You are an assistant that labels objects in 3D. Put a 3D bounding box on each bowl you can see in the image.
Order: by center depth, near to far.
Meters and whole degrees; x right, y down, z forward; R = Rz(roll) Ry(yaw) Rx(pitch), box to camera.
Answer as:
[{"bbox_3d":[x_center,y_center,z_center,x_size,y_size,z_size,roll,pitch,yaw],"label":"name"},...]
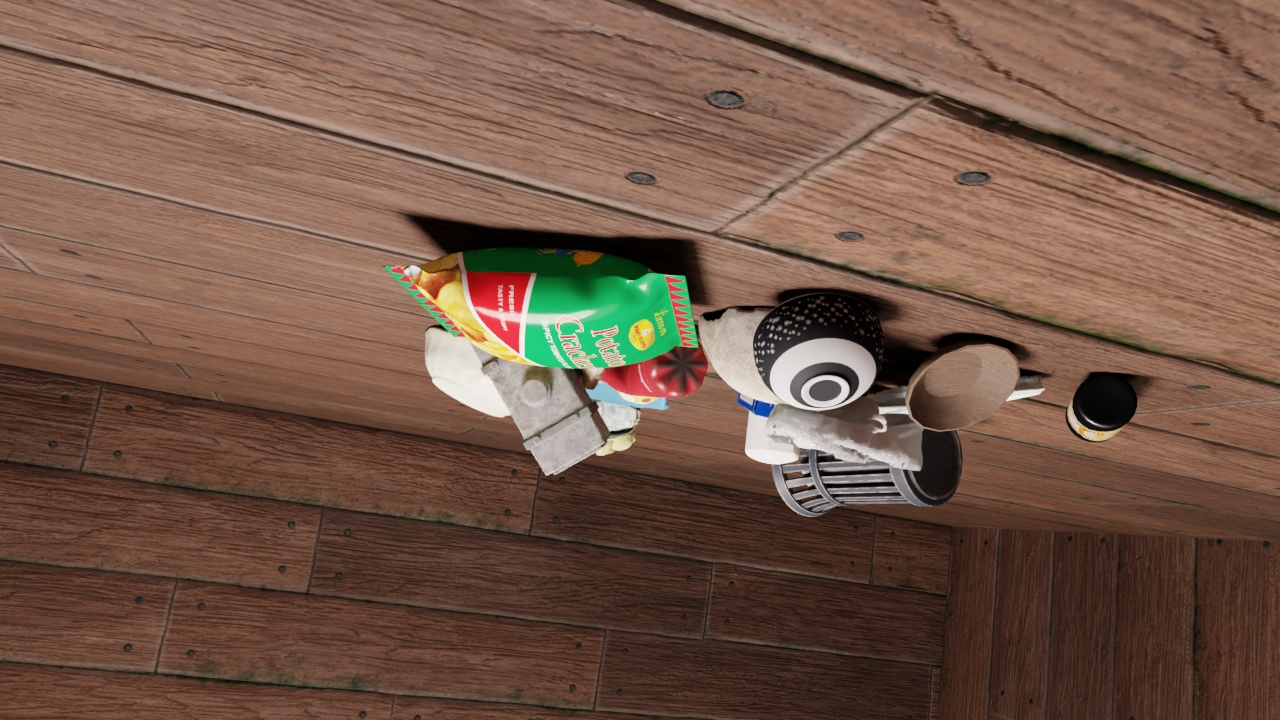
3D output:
[{"bbox_3d":[0.165,0.004,0.838,0.120,0.066,0.120,1,136,1],"label":"bowl"},{"bbox_3d":[0.320,0.020,0.928,0.118,0.030,0.118,-6,131,-7],"label":"bowl"},{"bbox_3d":[0.148,0.005,0.965,0.178,0.081,0.178,7,170,1],"label":"bowl"},{"bbox_3d":[-0.222,0.027,1.256,0.220,0.060,0.188,15,160,36],"label":"bowl"}]

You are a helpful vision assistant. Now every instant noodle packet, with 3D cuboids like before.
[{"bbox_3d":[-0.078,-0.046,0.838,0.253,0.090,0.196,3,164,8],"label":"instant noodle packet"}]

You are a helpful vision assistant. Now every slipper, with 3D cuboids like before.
[{"bbox_3d":[0.223,0.074,0.961,0.246,0.074,0.112,10,166,-43],"label":"slipper"}]

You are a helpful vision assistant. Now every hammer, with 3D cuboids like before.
[{"bbox_3d":[-0.101,0.027,1.114,0.079,0.177,0.326,-30,180,4],"label":"hammer"}]

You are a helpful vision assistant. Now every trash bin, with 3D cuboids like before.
[{"bbox_3d":[0.329,0.141,1.323,0.164,0.164,0.228,16,163,-35],"label":"trash bin"}]

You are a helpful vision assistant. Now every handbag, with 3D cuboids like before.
[{"bbox_3d":[-0.087,0.085,1.417,0.171,0.123,0.112,10,-172,0],"label":"handbag"}]

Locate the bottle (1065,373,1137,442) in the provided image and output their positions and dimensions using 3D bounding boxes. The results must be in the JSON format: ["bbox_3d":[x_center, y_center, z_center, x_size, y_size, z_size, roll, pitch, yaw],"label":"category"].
[{"bbox_3d":[0.512,0.062,1.033,0.059,0.059,0.181,4,168,20],"label":"bottle"}]

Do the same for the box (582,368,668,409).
[{"bbox_3d":[-0.070,0.021,1.325,0.231,0.052,0.093,7,153,3],"label":"box"}]

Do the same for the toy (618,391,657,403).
[{"bbox_3d":[0.008,0.023,1.227,0.115,0.046,0.092,-10,140,32],"label":"toy"}]

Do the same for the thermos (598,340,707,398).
[{"bbox_3d":[-0.006,0.006,1.097,0.073,0.073,0.240,13,173,-25],"label":"thermos"}]

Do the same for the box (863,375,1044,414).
[{"bbox_3d":[0.333,0.046,1.070,0.188,0.037,0.209,-6,171,-17],"label":"box"}]

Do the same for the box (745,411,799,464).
[{"bbox_3d":[0.195,0.084,1.260,0.080,0.106,0.150,7,168,-5],"label":"box"}]

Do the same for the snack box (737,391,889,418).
[{"bbox_3d":[0.229,0.056,1.178,0.206,0.057,0.056,14,-170,-20],"label":"snack box"}]

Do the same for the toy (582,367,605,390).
[{"bbox_3d":[-0.019,-0.025,0.991,0.106,0.074,0.085,-22,-173,29],"label":"toy"}]

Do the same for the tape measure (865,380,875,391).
[{"bbox_3d":[0.241,0.019,1.070,0.065,0.037,0.064,9,169,-2],"label":"tape measure"}]
